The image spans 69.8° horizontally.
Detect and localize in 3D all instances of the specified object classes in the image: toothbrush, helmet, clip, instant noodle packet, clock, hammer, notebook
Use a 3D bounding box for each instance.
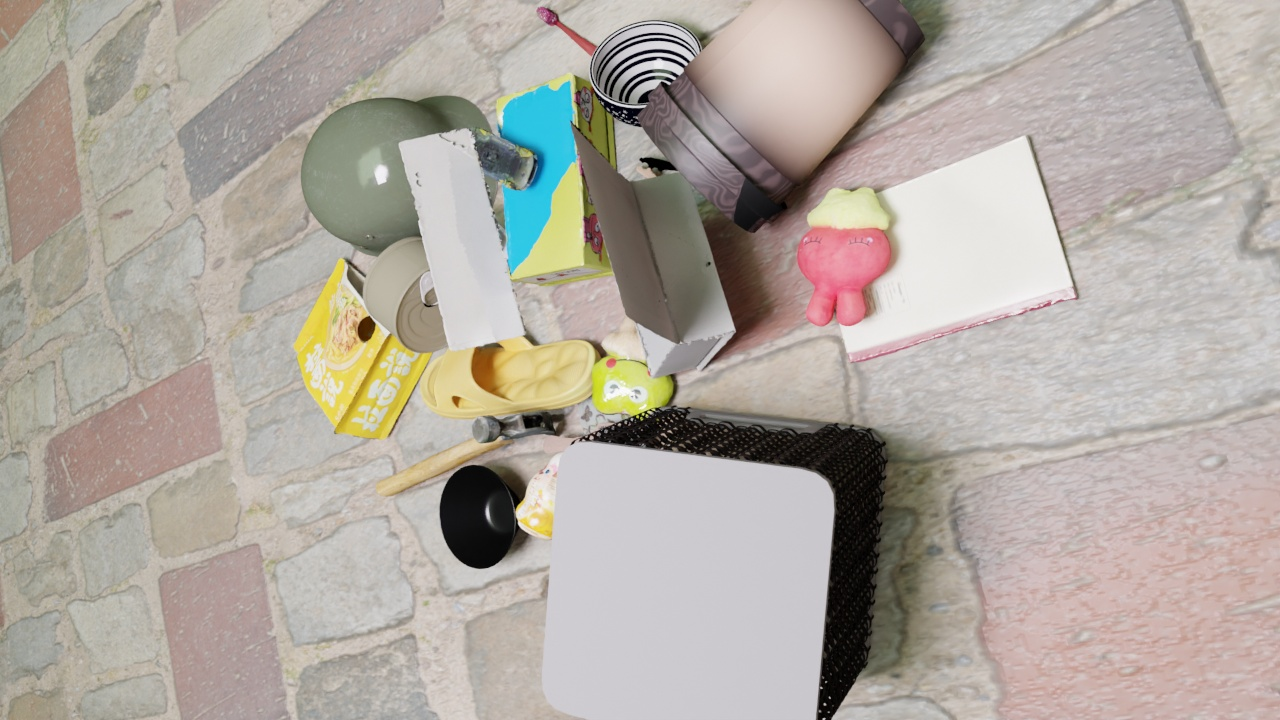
[{"bbox_3d":[-0.060,-0.361,1.062,0.190,0.016,0.016,44,111,26],"label":"toothbrush"},{"bbox_3d":[-0.333,-0.235,1.160,0.268,0.153,0.227,-15,81,33],"label":"helmet"},{"bbox_3d":[0.023,-0.214,1.002,0.061,0.025,0.045,37,109,32],"label":"clip"},{"bbox_3d":[-0.399,-0.022,1.256,0.221,0.084,0.163,42,110,34],"label":"instant noodle packet"},{"bbox_3d":[-0.187,-0.140,1.085,0.057,0.117,0.083,-47,63,-3],"label":"clock"},{"bbox_3d":[-0.229,0.119,1.127,0.332,0.132,0.033,-25,77,42],"label":"hammer"},{"bbox_3d":[0.270,-0.097,0.844,0.209,0.012,0.153,-18,81,33],"label":"notebook"}]

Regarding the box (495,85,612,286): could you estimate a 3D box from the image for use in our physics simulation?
[{"bbox_3d":[-0.093,-0.203,1.050,0.125,0.079,0.221,-9,83,34],"label":"box"}]

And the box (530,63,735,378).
[{"bbox_3d":[0.013,-0.097,0.797,0.108,0.419,0.166,-17,78,1],"label":"box"}]

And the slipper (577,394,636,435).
[{"bbox_3d":[-0.014,0.142,1.006,0.098,0.054,0.268,-37,69,30],"label":"slipper"}]

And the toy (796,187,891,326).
[{"bbox_3d":[0.189,-0.097,0.863,0.092,0.045,0.135,10,89,37],"label":"toy"}]

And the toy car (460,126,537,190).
[{"bbox_3d":[-0.156,-0.224,1.027,0.105,0.033,0.048,29,103,28],"label":"toy car"}]

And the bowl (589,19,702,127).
[{"bbox_3d":[0.011,-0.294,0.978,0.120,0.066,0.120,-5,63,9],"label":"bowl"}]

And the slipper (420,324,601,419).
[{"bbox_3d":[-0.168,0.011,1.076,0.264,0.078,0.099,-4,55,29],"label":"slipper"}]

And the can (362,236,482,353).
[{"bbox_3d":[-0.268,-0.082,1.132,0.073,0.127,0.128,36,108,31],"label":"can"}]

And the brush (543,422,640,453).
[{"bbox_3d":[-0.057,0.092,1.011,0.136,0.015,0.049,-3,71,34],"label":"brush"}]

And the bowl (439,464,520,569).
[{"bbox_3d":[-0.182,0.187,1.116,0.124,0.052,0.124,0,89,34],"label":"bowl"}]

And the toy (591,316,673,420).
[{"bbox_3d":[-0.006,0.006,0.999,0.092,0.043,0.117,11,80,11],"label":"toy"}]

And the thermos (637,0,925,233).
[{"bbox_3d":[0.132,-0.255,0.852,0.227,0.172,0.172,-44,67,18],"label":"thermos"}]

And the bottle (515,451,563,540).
[{"bbox_3d":[-0.098,0.150,1.055,0.063,0.063,0.109,28,91,31],"label":"bottle"}]

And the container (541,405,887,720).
[{"bbox_3d":[0.071,0.177,0.803,0.248,0.243,0.245,5,92,20],"label":"container"}]
